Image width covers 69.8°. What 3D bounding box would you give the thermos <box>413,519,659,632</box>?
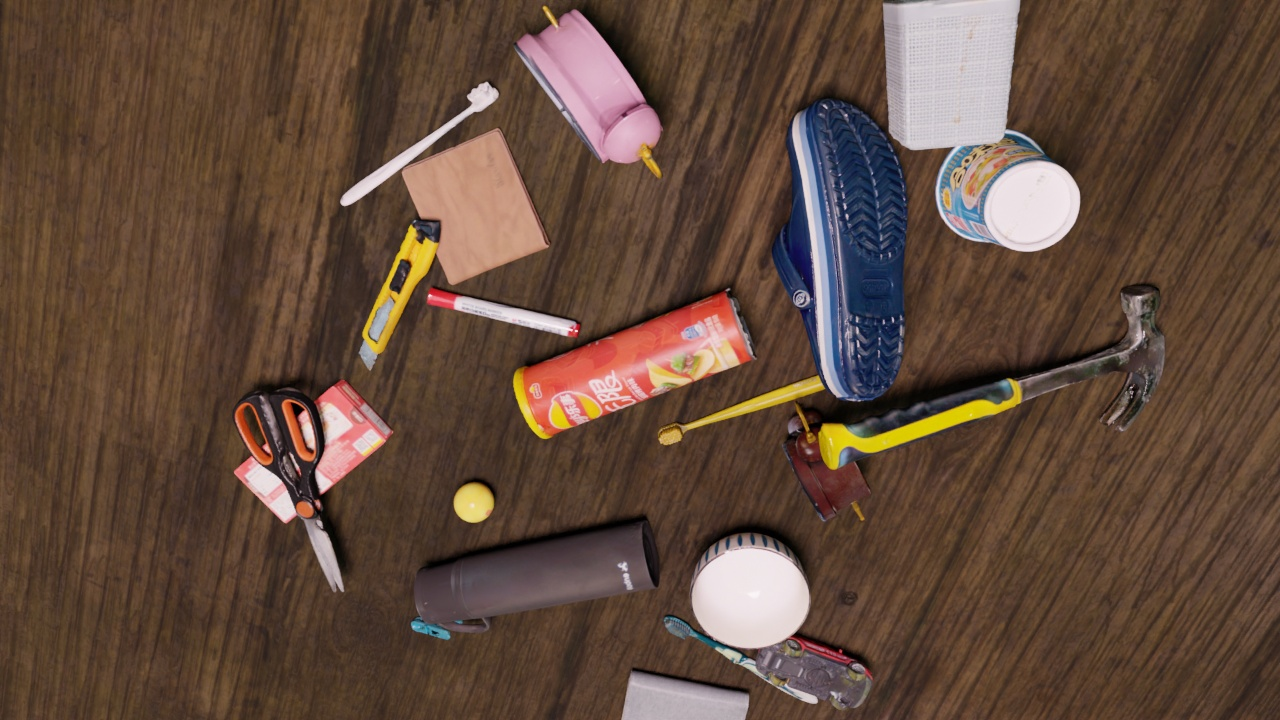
[{"bbox_3d":[-0.102,0.225,0.936,0.243,0.068,0.090,-13,123,11],"label":"thermos"}]

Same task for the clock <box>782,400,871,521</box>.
[{"bbox_3d":[0.168,0.092,0.854,0.055,0.082,0.122,-28,106,8],"label":"clock"}]

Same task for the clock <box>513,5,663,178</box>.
[{"bbox_3d":[-0.033,-0.210,0.748,0.060,0.117,0.158,-37,101,3],"label":"clock"}]

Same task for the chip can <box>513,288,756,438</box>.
[{"bbox_3d":[-0.005,0.005,0.843,0.217,0.073,0.073,-20,107,11],"label":"chip can"}]

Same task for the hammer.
[{"bbox_3d":[0.313,0.036,0.809,0.323,0.032,0.126,-17,109,-6],"label":"hammer"}]

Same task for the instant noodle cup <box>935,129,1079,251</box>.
[{"bbox_3d":[0.302,-0.134,0.748,0.099,0.109,0.099,2,110,4],"label":"instant noodle cup"}]

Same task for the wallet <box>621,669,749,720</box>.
[{"bbox_3d":[0.044,0.396,0.995,0.130,0.037,0.107,10,109,1],"label":"wallet"}]

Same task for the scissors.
[{"bbox_3d":[-0.347,0.133,0.918,0.139,0.021,0.235,13,114,8],"label":"scissors"}]

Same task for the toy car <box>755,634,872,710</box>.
[{"bbox_3d":[0.180,0.317,0.951,0.120,0.045,0.053,23,112,2],"label":"toy car"}]

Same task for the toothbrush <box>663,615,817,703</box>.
[{"bbox_3d":[0.107,0.320,0.973,0.191,0.018,0.016,30,110,-6],"label":"toothbrush"}]

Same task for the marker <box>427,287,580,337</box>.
[{"bbox_3d":[-0.128,-0.045,0.864,0.145,0.017,0.017,13,110,0],"label":"marker"}]

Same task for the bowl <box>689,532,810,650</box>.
[{"bbox_3d":[0.107,0.220,0.912,0.116,0.066,0.116,1,110,3],"label":"bowl"}]

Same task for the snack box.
[{"bbox_3d":[-0.329,0.093,0.924,0.153,0.025,0.075,-38,101,15],"label":"snack box"}]

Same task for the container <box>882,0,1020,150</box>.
[{"bbox_3d":[0.243,-0.231,0.732,0.090,0.090,0.111,-3,112,6],"label":"container"}]

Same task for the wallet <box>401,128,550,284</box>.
[{"bbox_3d":[-0.150,-0.138,0.833,0.101,0.020,0.115,-21,104,11],"label":"wallet"}]

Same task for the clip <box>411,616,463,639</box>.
[{"bbox_3d":[-0.221,0.285,0.985,0.055,0.034,0.013,2,109,21],"label":"clip"}]

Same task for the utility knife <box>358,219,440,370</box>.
[{"bbox_3d":[-0.229,-0.060,0.858,0.033,0.015,0.177,36,117,7],"label":"utility knife"}]

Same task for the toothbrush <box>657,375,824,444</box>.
[{"bbox_3d":[0.105,0.045,0.876,0.190,0.016,0.016,-19,107,11],"label":"toothbrush"}]

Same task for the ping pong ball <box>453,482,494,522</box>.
[{"bbox_3d":[-0.167,0.142,0.920,0.040,0.040,0.040,1,109,4],"label":"ping pong ball"}]

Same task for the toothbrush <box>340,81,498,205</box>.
[{"bbox_3d":[-0.201,-0.191,0.817,0.180,0.016,0.016,-32,141,15],"label":"toothbrush"}]

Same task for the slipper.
[{"bbox_3d":[0.168,-0.091,0.788,0.095,0.104,0.253,-2,98,49],"label":"slipper"}]
